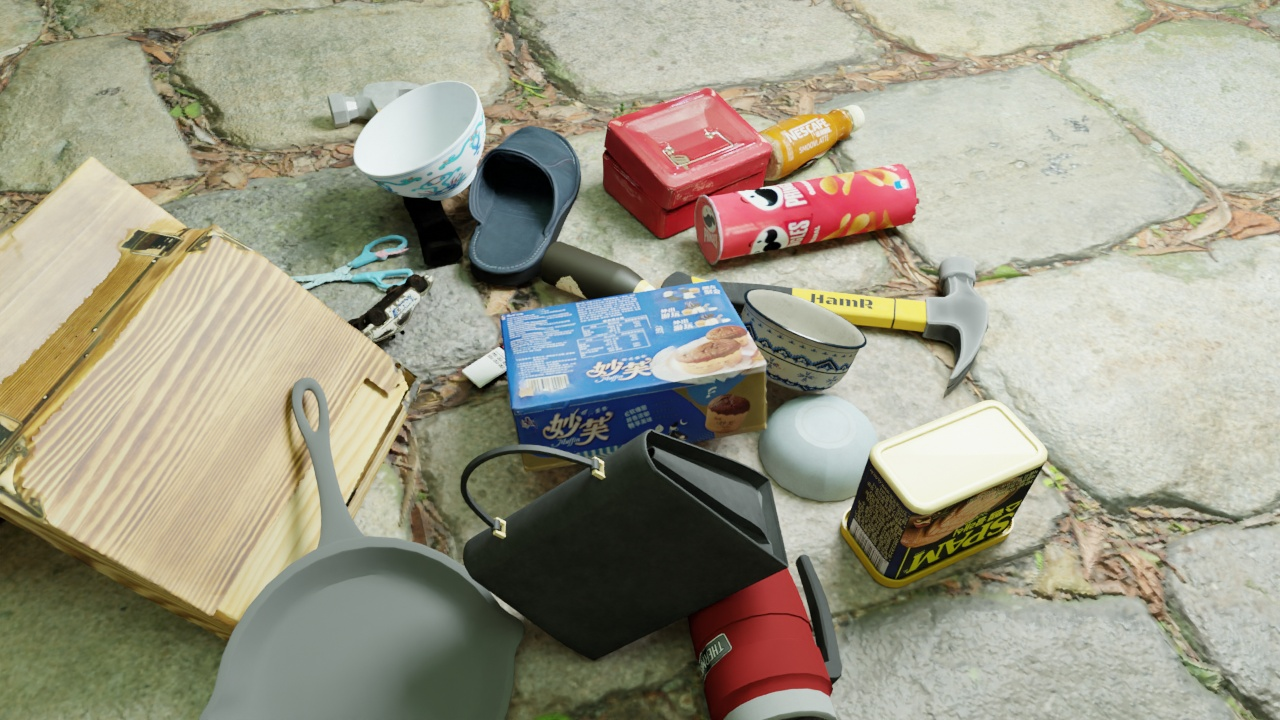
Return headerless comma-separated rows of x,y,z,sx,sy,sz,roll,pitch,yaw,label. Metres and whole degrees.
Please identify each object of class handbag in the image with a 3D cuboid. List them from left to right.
-0.036,0.107,0.604,0.176,0.195,0.072,-33,41,26,handbag

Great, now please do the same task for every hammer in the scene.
-0.267,-0.224,1.058,0.131,0.039,0.328,-15,50,-16,hammer
0.180,-0.051,0.916,0.325,0.034,0.169,7,49,7,hammer

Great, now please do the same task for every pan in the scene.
-0.209,0.167,0.662,0.216,0.024,0.354,-12,63,-22,pan

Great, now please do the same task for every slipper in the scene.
-0.128,-0.198,1.006,0.109,0.084,0.264,4,46,5,slipper

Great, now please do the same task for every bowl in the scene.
-0.219,-0.218,0.968,0.144,0.074,0.143,-13,50,15,bowl
0.138,-0.013,0.827,0.115,0.059,0.115,17,22,-7,bowl
0.158,0.067,0.797,0.106,0.039,0.106,1,47,-1,bowl

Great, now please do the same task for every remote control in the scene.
-0.114,-0.012,0.882,0.124,0.012,0.028,-36,57,-29,remote control

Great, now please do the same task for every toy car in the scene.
-0.240,-0.046,0.891,0.049,0.040,0.112,-17,26,41,toy car

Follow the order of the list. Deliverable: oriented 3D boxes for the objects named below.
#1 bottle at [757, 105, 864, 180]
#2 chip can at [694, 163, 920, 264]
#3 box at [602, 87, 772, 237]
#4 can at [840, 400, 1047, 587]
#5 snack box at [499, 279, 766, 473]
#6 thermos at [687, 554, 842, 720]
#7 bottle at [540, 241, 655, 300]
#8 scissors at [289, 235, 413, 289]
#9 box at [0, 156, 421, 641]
0.202,-0.266,1.093,0.166,0.059,0.059,-29,54,-29,bottle
0.179,-0.159,0.986,0.232,0.073,0.073,-12,49,-13,chip can
0.050,-0.221,1.034,0.157,0.098,0.129,-25,57,-26,box
0.237,0.103,0.721,0.135,0.104,0.075,-18,51,-17,can
-0.011,0.008,0.786,0.202,0.069,0.155,-10,32,-6,snack box
0.086,0.178,0.669,0.108,0.084,0.198,6,43,-20,thermos
-0.012,-0.069,0.911,0.185,0.045,0.045,23,51,20,bottle
-0.296,-0.083,0.949,0.142,0.015,0.095,-30,55,-18,scissors
-0.404,0.060,0.742,0.336,0.287,0.278,41,44,-22,box
